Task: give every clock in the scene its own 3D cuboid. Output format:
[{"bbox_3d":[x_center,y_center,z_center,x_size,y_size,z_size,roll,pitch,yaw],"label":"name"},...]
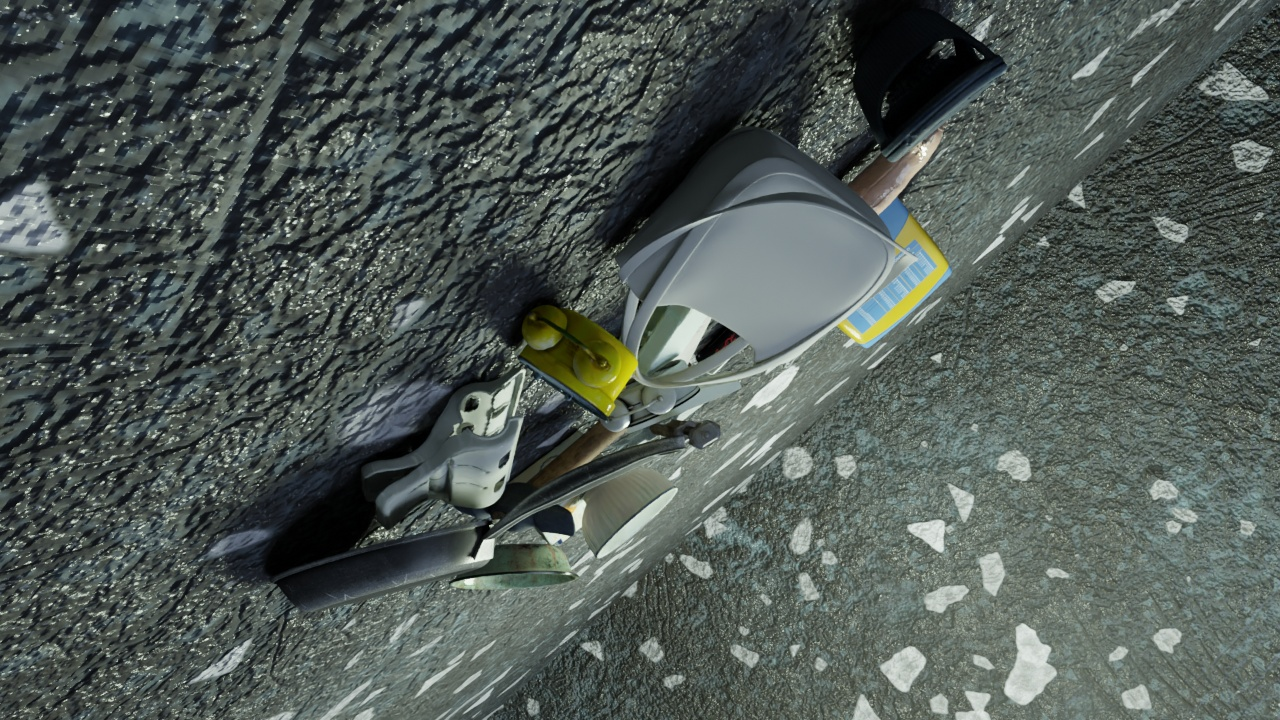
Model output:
[{"bbox_3d":[-0.048,0.000,0.682,0.057,0.083,0.119,-55,165,-8],"label":"clock"},{"bbox_3d":[0.005,0.034,0.879,0.095,0.035,0.122,-23,-175,19],"label":"clock"}]

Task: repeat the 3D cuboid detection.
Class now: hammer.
[{"bbox_3d":[-0.036,0.074,0.935,0.320,0.129,0.040,-38,129,-46],"label":"hammer"},{"bbox_3d":[0.045,0.075,1.020,0.147,0.028,0.317,-30,-178,-8],"label":"hammer"}]

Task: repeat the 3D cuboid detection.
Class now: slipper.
[{"bbox_3d":[0.209,-0.221,0.716,0.101,0.082,0.263,-42,-175,22],"label":"slipper"}]

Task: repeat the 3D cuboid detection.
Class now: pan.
[{"bbox_3d":[-0.126,0.135,0.737,0.357,0.055,0.187,-18,168,13],"label":"pan"}]

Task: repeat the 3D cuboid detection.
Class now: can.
[{"bbox_3d":[0.104,-0.021,1.099,0.081,0.031,0.031,-46,164,20],"label":"can"}]

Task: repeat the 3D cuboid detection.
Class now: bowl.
[{"bbox_3d":[-0.023,0.158,1.019,0.118,0.062,0.118,-38,165,-13],"label":"bowl"},{"bbox_3d":[-0.155,0.253,1.128,0.157,0.038,0.158,-4,161,-1],"label":"bowl"}]

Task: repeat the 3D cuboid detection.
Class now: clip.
[{"bbox_3d":[-0.140,0.085,0.721,0.152,0.097,0.126,-44,166,-32],"label":"clip"}]

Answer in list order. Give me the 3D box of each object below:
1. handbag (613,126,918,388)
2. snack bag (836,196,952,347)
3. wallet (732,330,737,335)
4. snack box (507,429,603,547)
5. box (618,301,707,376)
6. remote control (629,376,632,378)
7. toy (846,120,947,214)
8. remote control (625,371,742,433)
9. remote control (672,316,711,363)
[{"bbox_3d":[0.081,-0.046,0.706,0.215,0.095,0.223,26,120,-31],"label":"handbag"},{"bbox_3d":[0.277,-0.122,1.137,0.159,0.102,0.205,-44,145,12],"label":"snack bag"},{"bbox_3d":[0.106,-0.089,0.824,0.089,0.026,0.114,-53,-167,56],"label":"wallet"},{"bbox_3d":[-0.090,0.158,1.090,0.104,0.057,0.208,-38,165,-12],"label":"snack box"},{"bbox_3d":[0.048,-0.065,0.812,0.083,0.066,0.200,-6,146,-32],"label":"box"},{"bbox_3d":[-0.006,0.006,0.944,0.136,0.013,0.043,-32,163,-30],"label":"remote control"},{"bbox_3d":[0.215,-0.155,0.962,0.264,0.065,0.196,-51,-177,9],"label":"toy"},{"bbox_3d":[0.041,0.042,1.046,0.143,0.024,0.049,-22,-166,-1],"label":"remote control"},{"bbox_3d":[0.051,-0.032,0.936,0.050,0.011,0.136,-24,148,-47],"label":"remote control"}]
